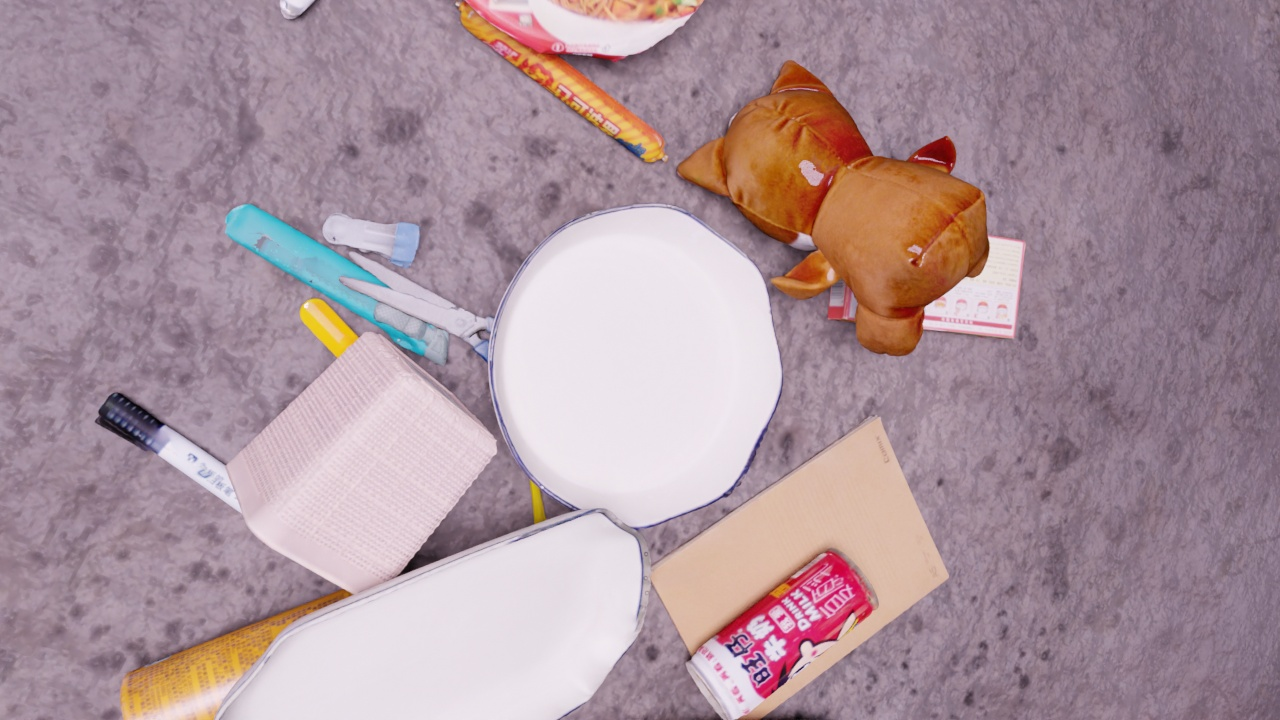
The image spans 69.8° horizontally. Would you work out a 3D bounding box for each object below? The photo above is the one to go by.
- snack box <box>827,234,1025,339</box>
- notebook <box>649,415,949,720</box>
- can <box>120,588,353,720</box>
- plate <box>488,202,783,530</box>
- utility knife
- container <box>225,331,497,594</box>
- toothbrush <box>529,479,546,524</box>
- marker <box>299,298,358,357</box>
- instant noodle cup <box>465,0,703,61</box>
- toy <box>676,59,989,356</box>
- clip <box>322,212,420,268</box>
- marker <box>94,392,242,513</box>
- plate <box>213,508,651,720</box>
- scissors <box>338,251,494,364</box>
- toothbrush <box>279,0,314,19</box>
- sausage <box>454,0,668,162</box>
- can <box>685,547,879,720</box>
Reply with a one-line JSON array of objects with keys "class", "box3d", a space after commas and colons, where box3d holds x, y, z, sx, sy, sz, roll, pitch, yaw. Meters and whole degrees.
[{"class": "snack box", "box3d": [0.217, -0.061, 0.688, 0.155, 0.027, 0.077, 5, 91, -21]}, {"class": "notebook", "box3d": [0.123, 0.158, 0.678, 0.211, 0.012, 0.149, -31, 104, -15]}, {"class": "can", "box3d": [-0.213, 0.179, 0.528, 0.145, 0.058, 0.058, -19, 100, -19]}, {"class": "plate", "box3d": [-0.003, 0.003, 0.591, 0.204, 0.046, 0.205, -2, 94, -28]}, {"class": "utility knife", "box3d": [-0.177, -0.045, 0.550, 0.151, 0.013, 0.029, 33, 80, -19]}, {"class": "container", "box3d": [-0.151, 0.055, 0.511, 0.111, 0.090, 0.090, -48, 128, -6]}, {"class": "toothbrush", "box3d": [-0.059, 0.138, 0.604, 0.015, 0.017, 0.190, -11, 97, -20]}, {"class": "marker", "box3d": [-0.161, 0.011, 0.560, 0.018, 0.015, 0.124, -43, 109, -11]}, {"class": "instant noodle cup", "box3d": [-0.041, -0.277, 0.547, 0.193, 0.066, 0.194, -3, 101, -14]}, {"class": "toy", "box3d": [0.128, -0.104, 0.598, 0.199, 0.131, 0.140, 41, 72, 17]}, {"class": "clip", "box3d": [-0.162, -0.074, 0.552, 0.058, 0.045, 0.027, 12, 90, -15]}, {"class": "marker", "box3d": [-0.251, 0.065, 0.528, 0.130, 0.018, 0.022, 42, 88, -17]}, {"class": "plate", "box3d": [-0.108, 0.168, 0.521, 0.265, 0.034, 0.162, -18, 124, -33]}, {"class": "scissors", "box3d": [-0.108, -0.010, 0.570, 0.173, 0.012, 0.125, -3, 97, -26]}, {"class": "toothbrush", "box3d": [-0.150, -0.267, 0.545, 0.016, 0.016, 0.180, 44, 76, -23]}, {"class": "sausage", "box3d": [-0.047, -0.177, 0.585, 0.165, 0.021, 0.021, 33, 82, -19]}, {"class": "can", "box3d": [0.098, 0.190, 0.636, 0.132, 0.053, 0.053, -33, 104, -14]}]
